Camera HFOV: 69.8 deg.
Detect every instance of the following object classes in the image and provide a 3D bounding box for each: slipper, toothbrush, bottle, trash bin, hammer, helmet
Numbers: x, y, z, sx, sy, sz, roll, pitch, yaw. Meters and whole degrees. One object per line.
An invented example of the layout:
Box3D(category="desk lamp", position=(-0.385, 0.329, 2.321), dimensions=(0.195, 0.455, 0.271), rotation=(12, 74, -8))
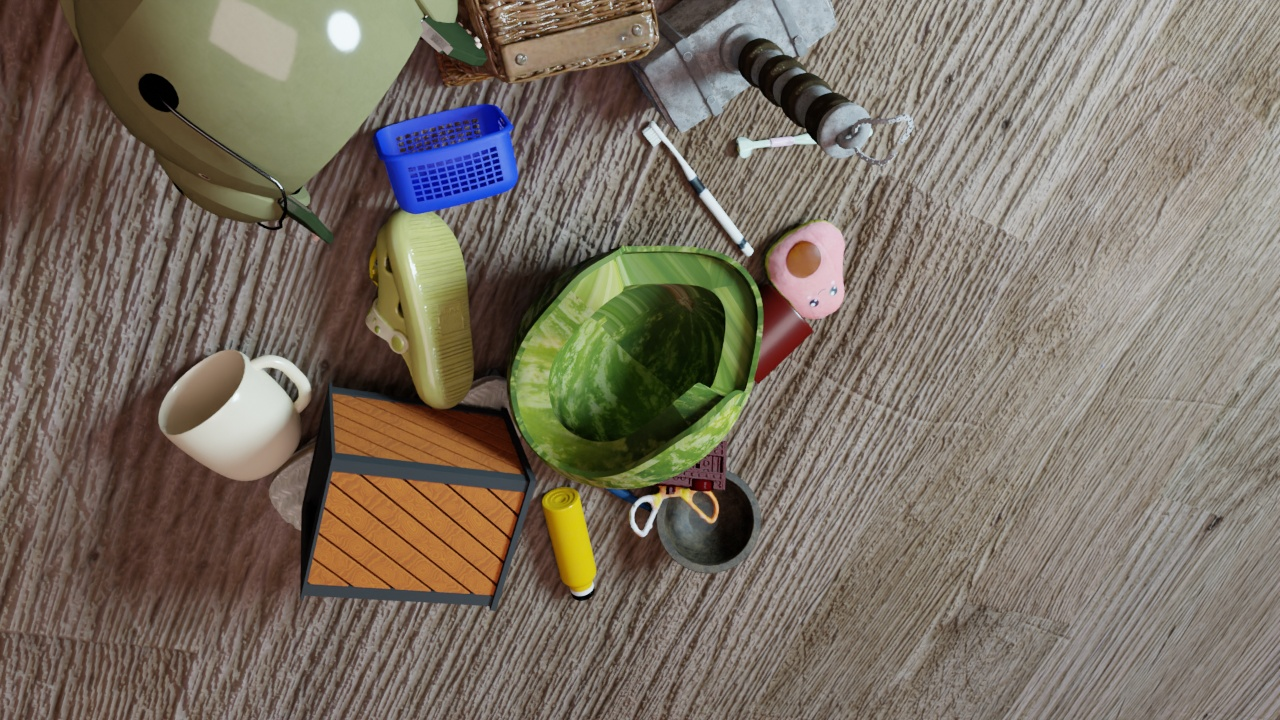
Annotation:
Box3D(category="slipper", position=(-0.242, 0.086, 0.928), dimensions=(0.262, 0.052, 0.115), rotation=(-24, 119, -7))
Box3D(category="toothbrush", position=(0.170, -0.227, 0.943), dimensions=(0.154, 0.015, 0.022), rotation=(-10, 87, -16))
Box3D(category="toothbrush", position=(0.061, -0.170, 0.934), dimensions=(0.017, 0.012, 0.187), rotation=(-35, 123, 14))
Box3D(category="bottle", position=(-0.079, 0.215, 1.058), dimensions=(0.043, 0.043, 0.144), rotation=(-17, 120, -12))
Box3D(category="trash bin", position=(-0.210, 0.125, 0.845), dimensions=(0.171, 0.139, 0.140), rotation=(10, 111, -24))
Box3D(category="toothbrush", position=(-0.004, 0.167, 1.079), dimensions=(0.167, 0.014, 0.014), rotation=(36, 56, -31))
Box3D(category="hammer", position=(0.110, -0.227, 0.737), dimensions=(0.177, 0.326, 0.079), rotation=(-34, 129, 6))
Box3D(category="helmet", position=(-0.257, -0.230, 0.628), dimensions=(0.250, 0.255, 0.233), rotation=(-47, 124, 7))
Box3D(category="helmet", position=(-0.005, 0.005, 0.870), dimensions=(0.213, 0.246, 0.244), rotation=(49, 122, 4))
Box3D(category="slipper", position=(-0.209, -0.047, 0.858), dimensions=(0.082, 0.091, 0.190), rotation=(-2, 104, 26))

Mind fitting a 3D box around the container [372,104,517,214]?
Box3D(category="container", position=(-0.167, -0.174, 0.799), dimensions=(0.114, 0.096, 0.058), rotation=(-17, 125, -12))

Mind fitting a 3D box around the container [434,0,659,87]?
Box3D(category="container", position=(-0.085, -0.334, 0.692), dimensions=(0.162, 0.183, 0.250), rotation=(-17, 120, -14))

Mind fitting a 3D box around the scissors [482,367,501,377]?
Box3D(category="scissors", position=(-0.149, 0.079, 0.978), dimensions=(0.146, 0.019, 0.133), rotation=(37, 96, -30))

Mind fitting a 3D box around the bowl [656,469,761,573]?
Box3D(category="bowl", position=(0.077, 0.187, 1.083), dimensions=(0.121, 0.056, 0.121), rotation=(0, 84, -2))

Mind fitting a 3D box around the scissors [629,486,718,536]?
Box3D(category="scissors", position=(0.031, 0.150, 1.050), dimensions=(0.125, 0.011, 0.131), rotation=(43, 82, 2))

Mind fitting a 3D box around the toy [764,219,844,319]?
Box3D(category="toy", position=(0.186, -0.095, 0.994), dimensions=(0.090, 0.051, 0.110), rotation=(-32, 123, -1))

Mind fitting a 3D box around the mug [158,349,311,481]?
Box3D(category="mug", position=(-0.356, 0.050, 0.841), dimensions=(0.120, 0.096, 0.100), rotation=(-38, 133, -5))

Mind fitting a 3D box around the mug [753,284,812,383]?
Box3D(category="mug", position=(0.138, -0.024, 1.009), dimensions=(0.082, 0.073, 0.105), rotation=(-44, 150, 5))

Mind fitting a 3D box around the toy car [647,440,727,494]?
Box3D(category="toy car", position=(0.009, 0.110, 1.012), dimensions=(0.169, 0.062, 0.070), rotation=(9, 78, -23))
